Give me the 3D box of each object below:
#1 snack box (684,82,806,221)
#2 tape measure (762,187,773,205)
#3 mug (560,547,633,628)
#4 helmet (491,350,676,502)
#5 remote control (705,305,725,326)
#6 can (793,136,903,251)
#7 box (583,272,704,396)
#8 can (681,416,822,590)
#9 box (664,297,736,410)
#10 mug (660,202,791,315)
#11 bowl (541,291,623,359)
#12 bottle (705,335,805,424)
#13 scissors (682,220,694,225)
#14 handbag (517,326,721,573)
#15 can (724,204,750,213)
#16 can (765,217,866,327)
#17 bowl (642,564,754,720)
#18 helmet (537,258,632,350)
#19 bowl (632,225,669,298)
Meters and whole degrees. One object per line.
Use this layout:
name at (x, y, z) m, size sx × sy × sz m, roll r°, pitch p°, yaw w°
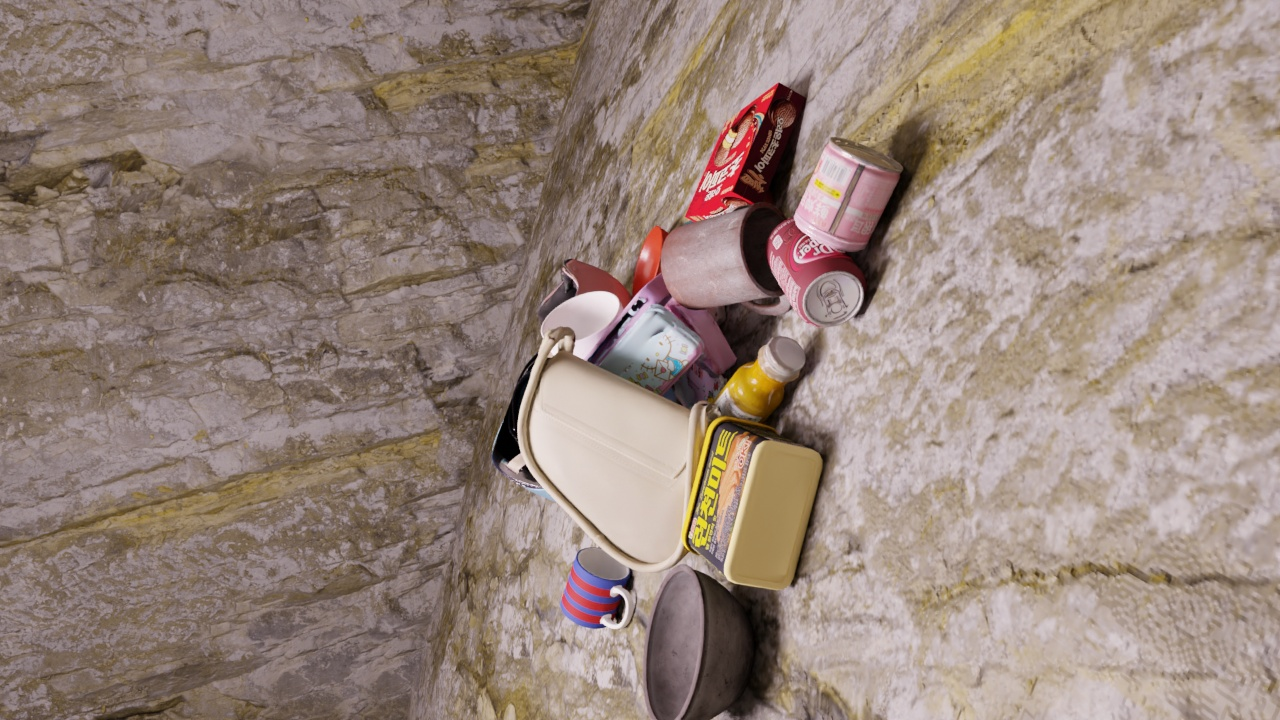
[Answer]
snack box at (0.116, -0.228, 1.050) m, size 0.132 × 0.036 × 0.152 m, roll -67°, pitch 14°, yaw -8°
tape measure at (0.128, -0.164, 1.032) m, size 0.059 × 0.019 × 0.051 m, roll -56°, pitch 27°, yaw 36°
mug at (-0.049, 0.306, 1.190) m, size 0.112 × 0.074 × 0.076 m, roll 37°, pitch 116°, yaw 44°
helmet at (-0.052, 0.081, 1.165) m, size 0.266 × 0.166 × 0.225 m, roll -4°, pitch 60°, yaw 48°
remote control at (0.083, -0.098, 1.121) m, size 0.050 × 0.011 × 0.135 m, roll 128°, pitch 143°, yaw -56°
can at (0.173, -0.139, 0.768) m, size 0.067 × 0.067 × 0.076 m, roll -104°, pitch 31°, yaw -59°
box at (-0.006, 0.007, 0.994) m, size 0.215 × 0.092 × 0.089 m, roll -48°, pitch -4°, yaw 39°
can at (0.098, 0.125, 0.809) m, size 0.101 × 0.072 × 0.131 m, roll -158°, pitch 82°, yaw -72°
box at (0.064, -0.008, 1.059) m, size 0.201 × 0.059 × 0.156 m, roll -129°, pitch 21°, yaw -71°
mug at (0.094, -0.088, 0.900) m, size 0.110 × 0.123 × 0.096 m, roll -3°, pitch 42°, yaw 49°
bowl at (-0.064, -0.034, 1.115) m, size 0.104 × 0.105 × 0.054 m, roll -100°, pitch -13°, yaw -55°
bottle at (0.101, 0.043, 0.895) m, size 0.187 × 0.053 × 0.053 m, roll 122°, pitch 156°, yaw -50°
scissors at (0.074, -0.169, 1.231) m, size 0.150 × 0.019 × 0.121 m, roll -115°, pitch 41°, yaw -63°
handbag at (-0.010, 0.085, 0.940) m, size 0.131 × 0.229 × 0.184 m, roll -20°, pitch -49°, yaw -59°
can at (0.096, -0.115, 1.013) m, size 0.132 × 0.070 × 0.070 m, roll 139°, pitch 142°, yaw -64°
can at (0.151, -0.078, 0.800) m, size 0.114 × 0.063 × 0.063 m, roll -104°, pitch 31°, yaw -58°
bowl at (0.058, 0.264, 0.837) m, size 0.145 × 0.067 × 0.145 m, roll -167°, pitch 91°, yaw -74°
helmet at (-0.083, -0.018, 1.404) m, size 0.231 × 0.152 × 0.254 m, roll 130°, pitch 150°, yaw -54°
bowl at (0.025, -0.133, 1.340) m, size 0.122 × 0.035 × 0.122 m, roll -167°, pitch 91°, yaw -74°
